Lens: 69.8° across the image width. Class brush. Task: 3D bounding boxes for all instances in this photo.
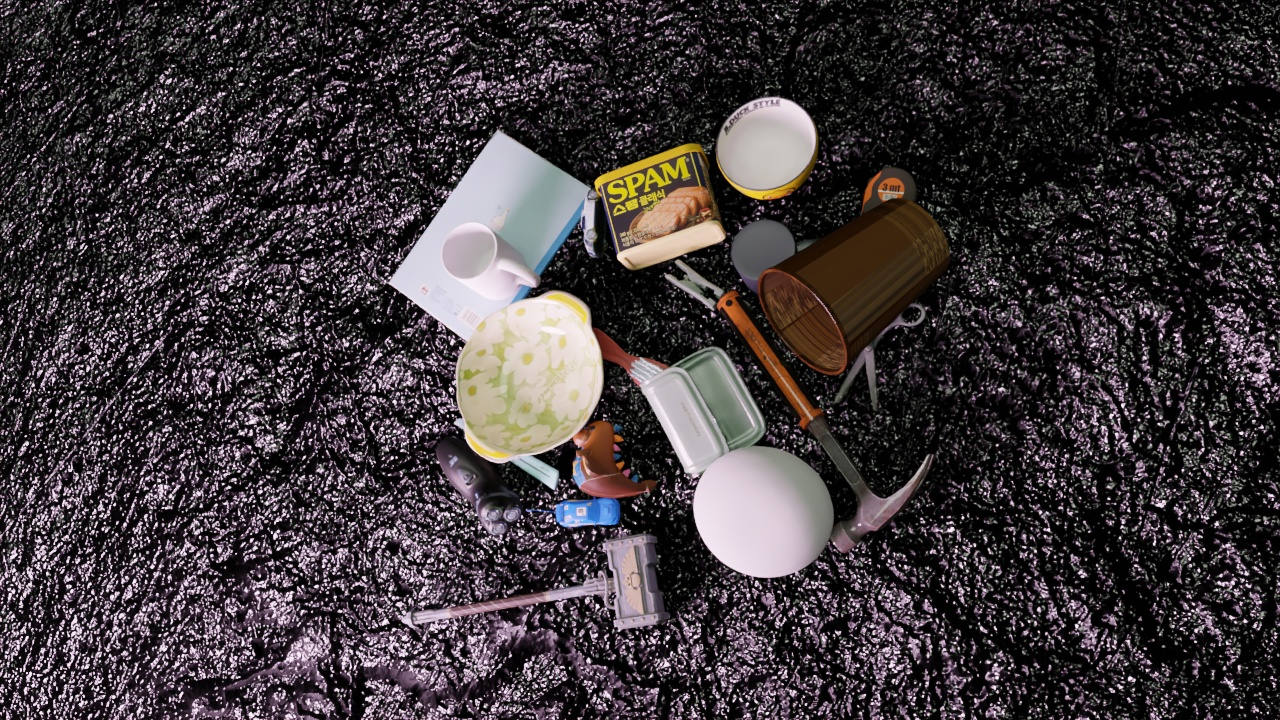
[{"bbox_3d":[-0.006,0.006,1.093,0.172,0.030,0.041,31,88,21],"label":"brush"}]

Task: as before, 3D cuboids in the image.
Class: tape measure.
[{"bbox_3d":[0.285,-0.189,1.045,0.058,0.038,0.059,8,94,19],"label":"tape measure"}]

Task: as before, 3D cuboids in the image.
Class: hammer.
[{"bbox_3d":[0.189,0.041,1.016,0.138,0.035,0.314,-40,67,17],"label":"hammer"},{"bbox_3d":[-0.132,0.277,1.063,0.322,0.044,0.098,-13,74,14],"label":"hammer"}]

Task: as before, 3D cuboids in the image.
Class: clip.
[{"bbox_3d":[0.065,-0.091,1.097,0.076,0.023,0.042,36,88,19],"label":"clip"}]

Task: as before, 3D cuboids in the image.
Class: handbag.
[{"bbox_3d":[0.072,0.055,1.017,0.106,0.067,0.122,-29,88,0],"label":"handbag"}]

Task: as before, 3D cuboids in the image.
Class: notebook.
[{"bbox_3d":[-0.195,-0.158,1.199,0.181,0.009,0.253,35,90,20],"label":"notebook"}]

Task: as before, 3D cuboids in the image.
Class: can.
[{"bbox_3d":[0.026,-0.182,1.103,0.135,0.075,0.104,-18,76,13],"label":"can"}]

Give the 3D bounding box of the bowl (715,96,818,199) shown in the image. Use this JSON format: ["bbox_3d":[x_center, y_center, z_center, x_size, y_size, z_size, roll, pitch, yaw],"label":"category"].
[{"bbox_3d":[0.152,-0.241,1.080,0.117,0.067,0.117,-4,77,16],"label":"bowl"}]

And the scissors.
[{"bbox_3d":[0.248,-0.028,1.032,0.141,0.014,0.158,-40,67,5],"label":"scissors"}]

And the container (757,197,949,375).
[{"bbox_3d":[0.232,-0.086,0.975,0.167,0.132,0.132,-36,69,-15],"label":"container"}]

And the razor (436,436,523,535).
[{"bbox_3d":[-0.199,0.147,1.102,0.053,0.063,0.140,-47,70,2],"label":"razor"}]

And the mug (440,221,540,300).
[{"bbox_3d":[-0.176,-0.116,1.129,0.110,0.090,0.073,19,84,19],"label":"mug"}]

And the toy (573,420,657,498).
[{"bbox_3d":[-0.030,0.116,1.074,0.103,0.071,0.090,8,62,-7],"label":"toy"}]

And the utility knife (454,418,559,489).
[{"bbox_3d":[-0.165,0.111,1.129,0.166,0.015,0.022,27,88,24],"label":"utility knife"}]

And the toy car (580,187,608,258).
[{"bbox_3d":[-0.058,-0.170,1.144,0.027,0.038,0.089,-3,76,18],"label":"toy car"}]

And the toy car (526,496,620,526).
[{"bbox_3d":[-0.076,0.174,1.059,0.092,0.062,0.033,-6,76,16],"label":"toy car"}]

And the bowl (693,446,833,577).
[{"bbox_3d":[0.126,0.167,0.965,0.150,0.043,0.150,4,106,15],"label":"bowl"}]

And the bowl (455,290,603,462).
[{"bbox_3d":[-0.126,0.023,1.110,0.188,0.060,0.219,29,88,20],"label":"bowl"}]

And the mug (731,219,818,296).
[{"bbox_3d":[0.162,-0.117,1.043,0.105,0.077,0.071,-10,75,15],"label":"mug"}]
